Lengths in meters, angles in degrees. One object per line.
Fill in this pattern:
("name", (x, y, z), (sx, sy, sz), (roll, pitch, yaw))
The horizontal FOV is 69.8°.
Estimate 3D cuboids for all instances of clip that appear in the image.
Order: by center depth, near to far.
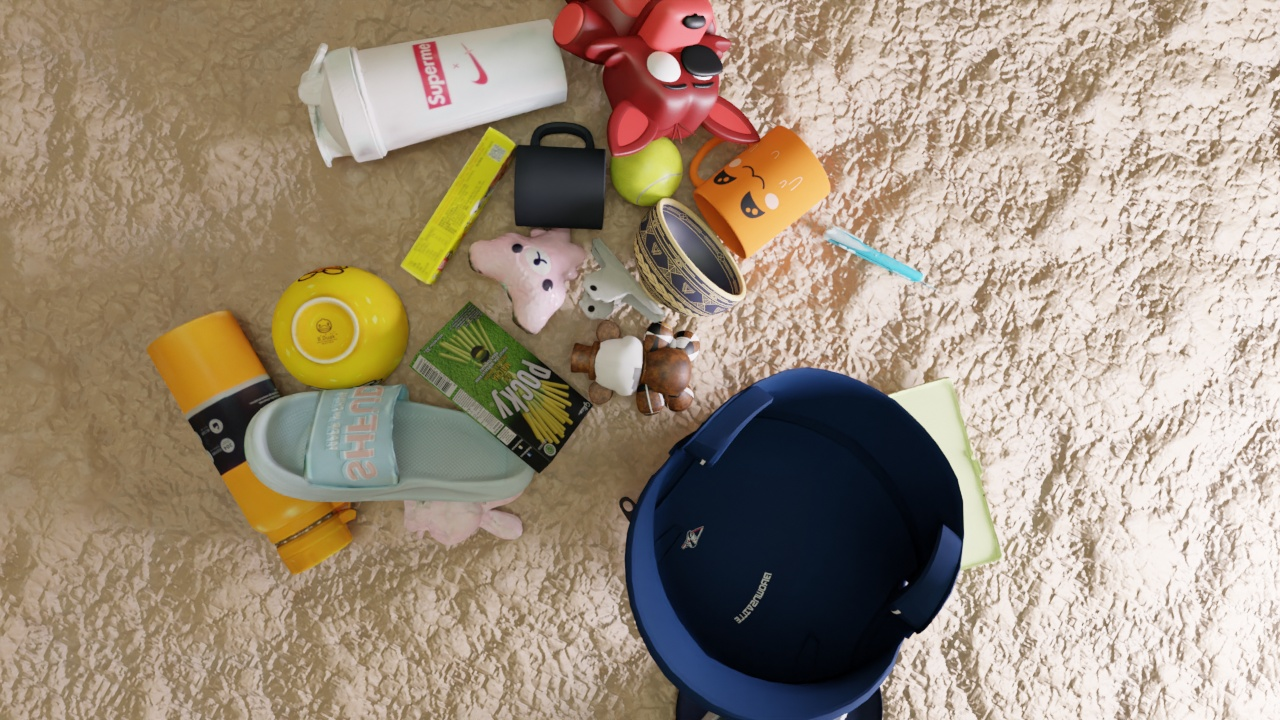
("clip", (-0.029, -0.062, 0.830), (0.054, 0.040, 0.101), (-30, 67, -24))

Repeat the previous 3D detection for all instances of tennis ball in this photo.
("tennis ball", (0.005, -0.172, 0.823), (0.065, 0.065, 0.065), (0, 93, -4))

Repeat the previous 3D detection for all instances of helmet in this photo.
("helmet", (0.102, 0.160, 0.727), (0.232, 0.224, 0.271), (37, 47, 9))

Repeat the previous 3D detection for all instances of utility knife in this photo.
("utility knife", (0.227, -0.096, 0.864), (0.123, 0.022, 0.015), (26, 83, -4))

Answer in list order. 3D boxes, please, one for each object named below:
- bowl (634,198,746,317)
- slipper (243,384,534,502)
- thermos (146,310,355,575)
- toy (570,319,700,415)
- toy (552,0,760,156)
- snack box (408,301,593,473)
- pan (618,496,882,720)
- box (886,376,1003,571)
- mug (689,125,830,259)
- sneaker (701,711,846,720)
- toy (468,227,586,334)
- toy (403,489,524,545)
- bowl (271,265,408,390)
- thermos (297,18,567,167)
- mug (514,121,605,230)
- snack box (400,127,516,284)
("bowl", (0.034, -0.081, 0.815), (0.061, 0.112, 0.112), (-39, 95, 24))
("slipper", (-0.205, 0.066, 0.786), (0.245, 0.104, 0.074), (8, 135, -19))
("thermos", (-0.330, 0.070, 0.805), (0.091, 0.076, 0.232), (-29, 94, 5))
("toy", (-0.005, 0.005, 0.836), (0.112, 0.067, 0.087), (8, 92, 5))
("toy", (0.011, -0.270, 0.777), (0.158, 0.121, 0.197), (-13, 76, -33))
("snack box", (-0.122, 0.023, 0.819), (0.147, 0.025, 0.080), (40, 46, -5))
("pan", (0.086, 0.272, 0.871), (0.198, 0.021, 0.356), (-36, 95, -2))
("box", (0.257, 0.121, 0.868), (0.140, 0.047, 0.188), (-19, 94, -12))
("mug", (0.098, -0.163, 0.831), (0.096, 0.077, 0.112), (-38, 68, -2))
("sneaker", (0.091, 0.361, 0.821), (0.235, 0.087, 0.089), (-38, 95, -1))
("toy", (-0.094, -0.084, 0.828), (0.095, 0.053, 0.099), (-37, 86, -16))
("toy", (-0.160, 0.135, 0.837), (0.110, 0.047, 0.063), (4, 94, -16))
("bowl", (-0.269, -0.027, 0.809), (0.117, 0.067, 0.117), (0, 92, -4))
("thermos", (-0.178, -0.240, 0.796), (0.220, 0.099, 0.099), (-16, 94, -8))
("mug", (-0.071, -0.169, 0.822), (0.077, 0.071, 0.105), (2, 66, -4))
("snack box", (-0.162, -0.138, 0.825), (0.029, 0.040, 0.148), (33, 90, -5))
